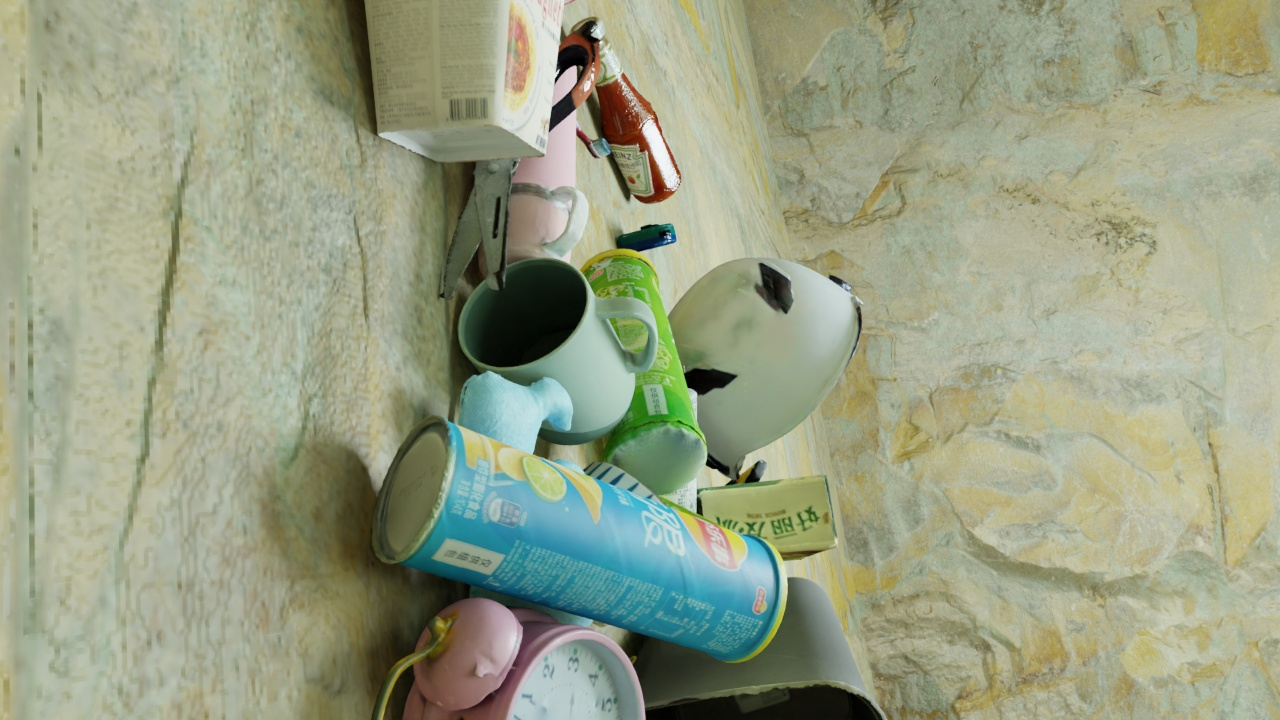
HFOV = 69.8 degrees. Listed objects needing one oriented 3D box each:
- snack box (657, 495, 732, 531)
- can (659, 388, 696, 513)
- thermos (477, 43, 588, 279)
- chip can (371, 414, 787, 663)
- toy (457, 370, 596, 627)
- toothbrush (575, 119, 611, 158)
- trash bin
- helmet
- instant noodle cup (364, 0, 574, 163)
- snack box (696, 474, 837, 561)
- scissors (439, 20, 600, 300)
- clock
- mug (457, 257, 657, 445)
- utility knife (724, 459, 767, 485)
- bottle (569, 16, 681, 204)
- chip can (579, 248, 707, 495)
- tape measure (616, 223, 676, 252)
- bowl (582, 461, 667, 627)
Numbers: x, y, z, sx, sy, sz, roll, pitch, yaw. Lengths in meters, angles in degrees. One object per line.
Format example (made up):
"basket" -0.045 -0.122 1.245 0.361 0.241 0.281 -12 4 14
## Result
"snack box" 0.021 0.137 0.653 0.026 0.156 0.086 -34 119 -26
"can" 0.017 0.095 0.752 0.058 0.058 0.147 -24 114 -74
"thermos" -0.070 -0.139 0.626 0.067 0.087 0.198 28 45 -37
"chip can" -0.023 0.095 0.464 0.210 0.071 0.071 26 46 -30
"toy" -0.061 0.094 0.511 0.156 0.050 0.161 38 64 -34
"toothbrush" -0.064 -0.225 0.835 0.187 0.017 0.016 33 46 -69
"trash bin" 0.083 0.282 0.676 0.219 0.199 0.198 -53 130 -78
"helmet" 0.097 -0.015 0.911 0.146 0.229 0.259 37 -2 -5
"instant noodle cup" -0.101 -0.184 0.527 0.116 0.117 0.124 5 86 -74
"snack box" 0.109 0.158 0.867 0.240 0.114 0.063 82 1 -75
"scissors" -0.080 -0.138 0.580 0.197 0.213 0.015 46 -6 34
"clock" -0.061 0.172 0.423 0.158 0.060 0.117 28 62 -45
"mug" -0.041 -0.005 0.576 0.106 0.112 0.082 60 18 -52
"utility knife" 0.094 0.137 0.957 0.033 0.015 0.218 -54 176 -20
"bottle" -0.016 -0.256 0.951 0.059 0.060 0.206 -86 155 -44
"chip can" -0.004 0.004 0.691 0.221 0.072 0.073 -103 170 -49
"tape measure" 0.008 -0.126 0.938 0.054 0.058 0.025 -33 111 -71
"bowl" -0.019 0.130 0.599 0.066 0.116 0.116 -38 124 -26
